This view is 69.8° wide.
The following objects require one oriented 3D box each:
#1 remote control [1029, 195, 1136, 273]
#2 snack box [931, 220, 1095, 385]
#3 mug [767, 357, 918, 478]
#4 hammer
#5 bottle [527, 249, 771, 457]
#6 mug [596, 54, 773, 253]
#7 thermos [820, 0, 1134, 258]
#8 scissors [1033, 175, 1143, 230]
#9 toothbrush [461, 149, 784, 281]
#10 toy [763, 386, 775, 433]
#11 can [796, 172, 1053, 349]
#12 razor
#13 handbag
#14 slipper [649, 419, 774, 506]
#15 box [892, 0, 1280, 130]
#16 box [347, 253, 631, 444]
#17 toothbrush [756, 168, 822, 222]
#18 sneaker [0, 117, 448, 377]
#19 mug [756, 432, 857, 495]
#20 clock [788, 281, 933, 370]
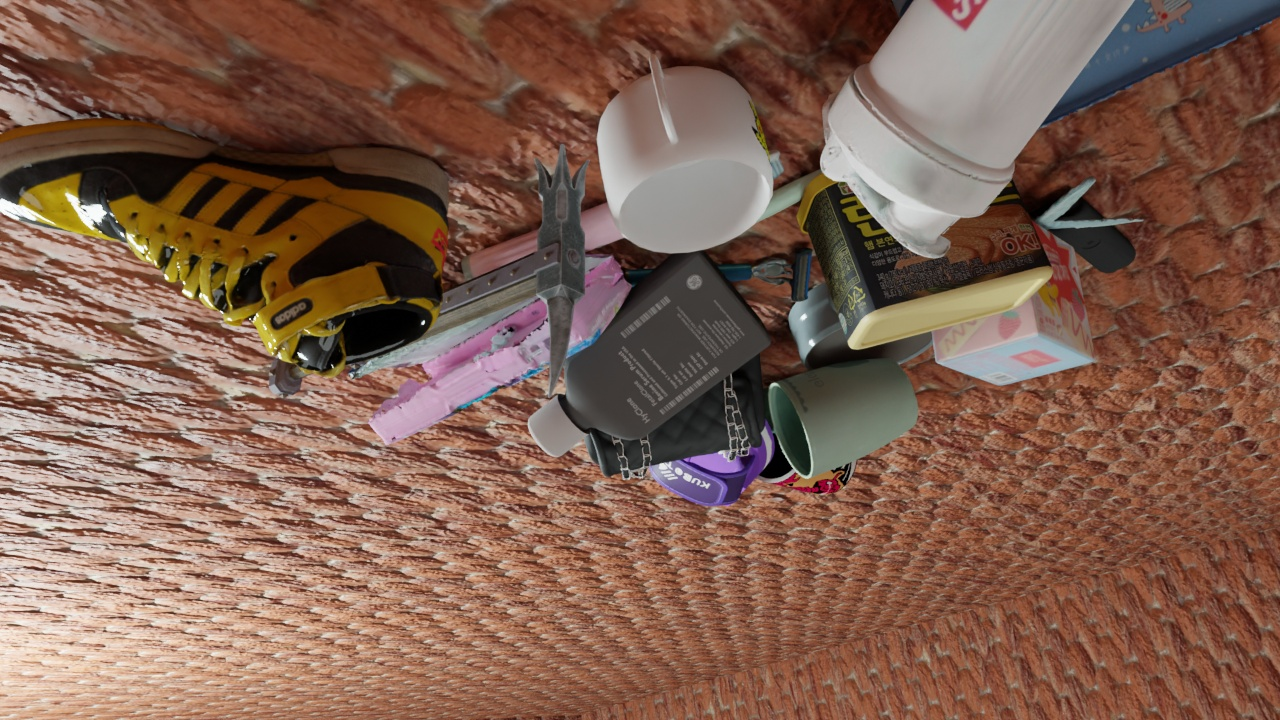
[{"bbox_3d":[0.351,-0.099,0.722,0.146,0.015,0.033,17,143,-43],"label":"remote control"},{"bbox_3d":[0.268,-0.042,0.670,0.093,0.094,0.080,15,154,-40],"label":"snack box"},{"bbox_3d":[0.168,0.042,0.781,0.104,0.084,0.111,-19,-176,-10],"label":"mug"},{"bbox_3d":[-0.159,-0.018,0.613,0.318,0.146,0.028,-17,155,37],"label":"hammer"},{"bbox_3d":[-0.004,0.004,0.642,0.174,0.046,0.084,-38,107,12],"label":"bottle"},{"bbox_3d":[0.022,-0.117,0.511,0.094,0.068,0.115,-14,153,8],"label":"mug"},{"bbox_3d":[0.169,-0.160,0.419,0.099,0.099,0.221,6,133,-30],"label":"thermos"},{"bbox_3d":[0.275,-0.094,0.684,0.177,0.013,0.171,2,164,-5],"label":"scissors"},{"bbox_3d":[-0.015,-0.091,0.596,0.223,0.027,0.026,-18,120,16],"label":"toothbrush"},{"bbox_3d":[0.140,0.046,0.877,0.105,0.033,0.085,-18,-161,-26],"label":"toy"},{"bbox_3d":[0.181,-0.075,0.593,0.130,0.101,0.072,-14,162,-4],"label":"can"},{"bbox_3d":[0.056,-0.064,0.686,0.144,0.022,0.042,-2,116,-7],"label":"razor"},{"bbox_3d":[0.023,0.024,0.708,0.153,0.125,0.115,-12,177,-1],"label":"handbag"},{"bbox_3d":[0.055,0.101,0.890,0.084,0.107,0.267,-46,164,-17],"label":"slipper"},{"bbox_3d":[0.242,-0.197,0.465,0.210,0.043,0.125,-23,130,25],"label":"box"},{"bbox_3d":[-0.117,-0.018,0.656,0.231,0.084,0.071,-25,111,36],"label":"box"},{"bbox_3d":[0.119,-0.121,0.597,0.155,0.015,0.022,-27,180,31],"label":"toothbrush"},{"bbox_3d":[-0.219,-0.054,0.493,0.238,0.122,0.086,-1,151,-20],"label":"sneaker"},{"bbox_3d":[0.156,0.097,0.984,0.118,0.081,0.098,-5,163,43],"label":"mug"},{"bbox_3d":[0.191,-0.036,0.760,0.122,0.045,0.160,-6,155,-9],"label":"clock"}]
